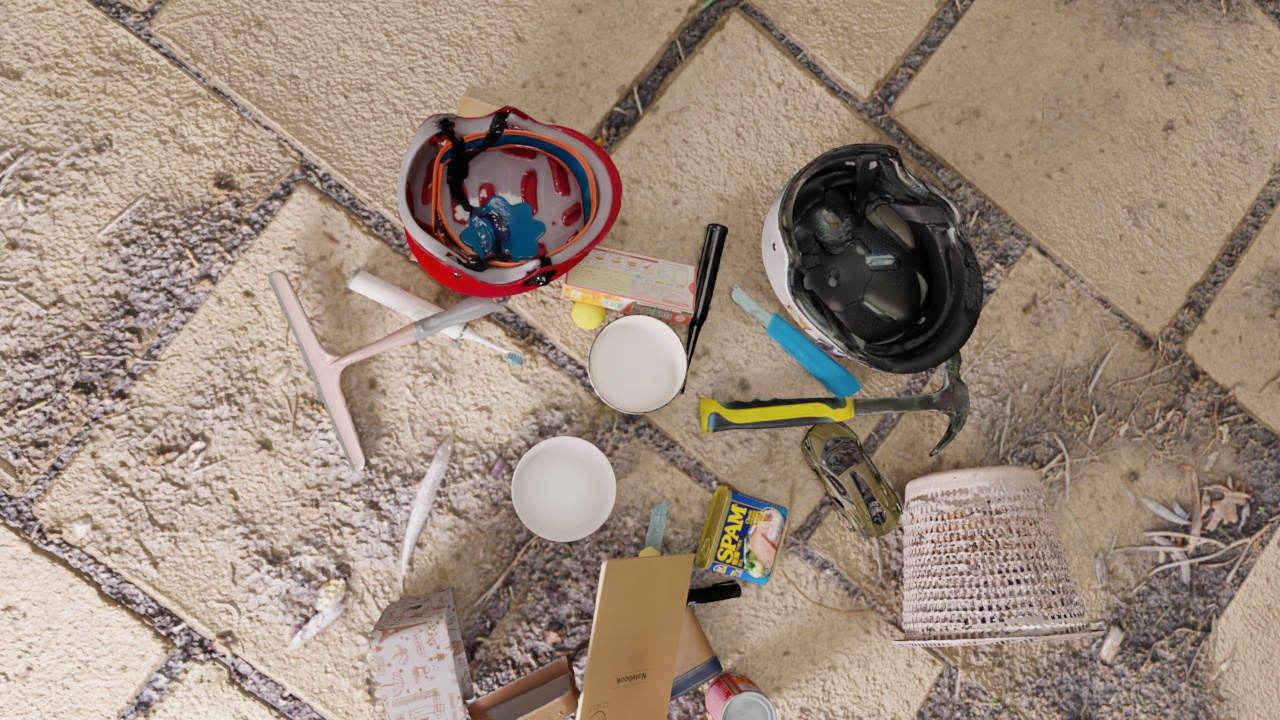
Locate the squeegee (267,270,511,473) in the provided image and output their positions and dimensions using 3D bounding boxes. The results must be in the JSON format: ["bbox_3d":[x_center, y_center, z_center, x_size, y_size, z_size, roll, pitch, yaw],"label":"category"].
[{"bbox_3d":[-0.264,-0.030,1.040,0.249,0.040,0.247,-23,94,-3],"label":"squeegee"}]

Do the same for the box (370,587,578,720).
[{"bbox_3d":[-0.168,0.325,0.981,0.193,0.183,0.157,-14,88,-10],"label":"box"}]

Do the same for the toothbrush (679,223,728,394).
[{"bbox_3d":[0.070,-0.062,1.120,0.027,0.026,0.212,12,85,28],"label":"toothbrush"}]

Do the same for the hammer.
[{"bbox_3d":[0.234,0.061,1.107,0.323,0.032,0.126,-4,76,0],"label":"hammer"}]

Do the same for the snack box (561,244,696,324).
[{"bbox_3d":[-0.012,-0.094,1.090,0.155,0.027,0.076,12,50,-7],"label":"snack box"}]

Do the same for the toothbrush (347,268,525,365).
[{"bbox_3d":[-0.235,-0.048,1.075,0.221,0.027,0.026,26,42,-6],"label":"toothbrush"}]

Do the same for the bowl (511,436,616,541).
[{"bbox_3d":[-0.090,0.147,1.062,0.118,0.065,0.118,1,86,-9],"label":"bowl"}]

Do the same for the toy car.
[{"bbox_3d":[0.258,0.145,1.125,0.070,0.042,0.158,-34,89,-9],"label":"toy car"}]

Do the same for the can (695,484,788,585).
[{"bbox_3d":[0.122,0.209,1.093,0.083,0.057,0.102,18,84,-9],"label":"can"}]

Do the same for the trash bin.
[{"bbox_3d":[0.396,0.228,1.064,0.227,0.228,0.192,-1,74,-8],"label":"trash bin"}]

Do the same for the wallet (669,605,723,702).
[{"bbox_3d":[0.035,0.336,1.085,0.090,0.033,0.115,-26,89,-11],"label":"wallet"}]

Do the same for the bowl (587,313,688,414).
[{"bbox_3d":[-0.006,0.006,1.083,0.116,0.066,0.116,1,85,-7],"label":"bowl"}]

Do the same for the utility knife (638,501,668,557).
[{"bbox_3d":[0.006,0.265,1.069,0.031,0.021,0.206,14,81,-8],"label":"utility knife"}]

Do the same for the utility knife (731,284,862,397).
[{"bbox_3d":[0.190,-0.023,1.135,0.204,0.018,0.034,40,84,-5],"label":"utility knife"}]

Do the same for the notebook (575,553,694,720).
[{"bbox_3d":[-0.005,0.316,1.006,0.147,0.008,0.207,9,92,-46],"label":"notebook"}]

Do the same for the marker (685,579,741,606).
[{"bbox_3d":[0.060,0.277,1.077,0.131,0.020,0.022,-1,66,-28],"label":"marker"}]

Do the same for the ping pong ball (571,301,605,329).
[{"bbox_3d":[-0.062,-0.057,1.092,0.040,0.040,0.040,1,86,-8],"label":"ping pong ball"}]

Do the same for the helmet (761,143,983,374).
[{"bbox_3d":[0.253,-0.113,1.083,0.274,0.157,0.229,43,80,-14],"label":"helmet"}]

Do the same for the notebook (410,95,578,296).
[{"bbox_3d":[-0.173,-0.198,1.101,0.149,0.012,0.211,17,84,-5],"label":"notebook"}]

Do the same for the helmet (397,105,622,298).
[{"bbox_3d":[-0.151,-0.162,1.024,0.239,0.144,0.206,-7,72,-20],"label":"helmet"}]

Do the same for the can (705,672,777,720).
[{"bbox_3d":[0.113,0.402,1.059,0.066,0.094,0.066,1,86,-8],"label":"can"}]
